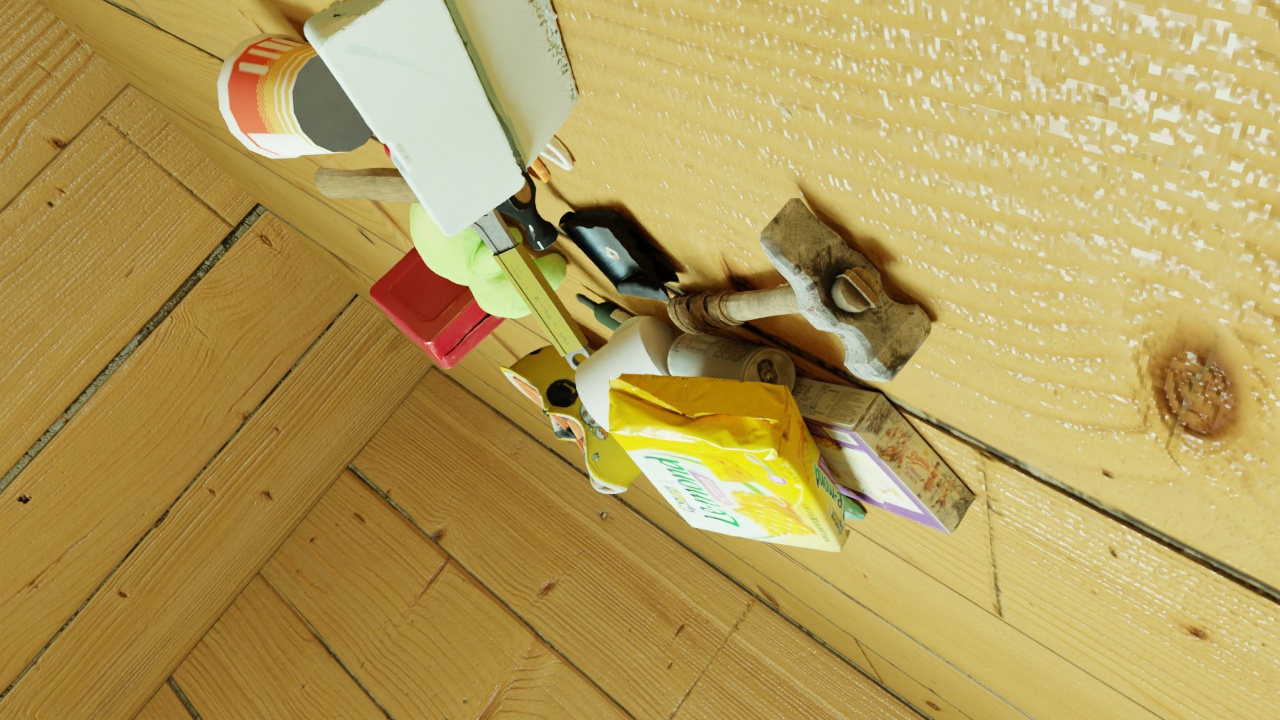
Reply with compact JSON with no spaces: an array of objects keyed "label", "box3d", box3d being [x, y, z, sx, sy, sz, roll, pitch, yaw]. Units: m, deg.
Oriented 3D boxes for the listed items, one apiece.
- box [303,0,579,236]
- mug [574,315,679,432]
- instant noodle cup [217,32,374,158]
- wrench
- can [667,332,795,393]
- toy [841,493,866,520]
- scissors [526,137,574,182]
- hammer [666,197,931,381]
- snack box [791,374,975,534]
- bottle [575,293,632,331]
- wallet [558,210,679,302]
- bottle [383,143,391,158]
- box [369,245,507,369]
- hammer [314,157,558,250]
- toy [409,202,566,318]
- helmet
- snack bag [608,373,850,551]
[{"label":"box","box3d":[-0.094,-0.159,0.518,0.041,0.134,0.197,46,171,17]},{"label":"mug","box3d":[-0.006,0.006,0.938,0.091,0.090,0.121,31,-146,-40]},{"label":"instant noodle cup","box3d":[-0.330,-0.259,0.910,0.121,0.123,0.123,18,158,40]},{"label":"wrench","box3d":[-0.130,-0.097,0.940,0.273,0.084,0.018,57,-153,-18]},{"label":"can","box3d":[0.078,0.007,0.827,0.054,0.054,0.136,44,167,-27]},{"label":"toy","box3d":[0.203,0.151,1.059,0.085,0.033,0.105,34,173,-42]},{"label":"scissors","box3d":[-0.099,-0.184,0.742,0.128,0.011,0.125,26,165,40]},{"label":"hammer","box3d":[0.081,-0.042,0.673,0.121,0.049,0.319,44,169,-12]},{"label":"snack box","box3d":[0.189,0.077,0.793,0.148,0.040,0.143,44,167,-24]},{"label":"bottle","box3d":[-0.032,-0.048,1.014,0.106,0.025,0.025,33,167,25]},{"label":"wallet","box3d":[-0.019,-0.094,0.800,0.089,0.026,0.115,46,167,-26]},{"label":"bottle","box3d":[-0.250,-0.228,0.959,0.036,0.036,0.119,41,168,-13]},{"label":"box","box3d":[-0.234,-0.087,1.140,0.129,0.157,0.093,37,162,24]},{"label":"hammer","box3d":[-0.219,-0.170,0.871,0.306,0.040,0.132,11,148,40]},{"label":"toy","box3d":[-0.180,-0.121,1.011,0.197,0.107,0.150,30,169,-8]},{"label":"helmet","box3d":[-0.063,0.057,1.244,0.240,0.139,0.209,49,170,10]},{"label":"snack bag","box3d":[0.083,0.087,0.789,0.160,0.068,0.247,7,151,29]}]
